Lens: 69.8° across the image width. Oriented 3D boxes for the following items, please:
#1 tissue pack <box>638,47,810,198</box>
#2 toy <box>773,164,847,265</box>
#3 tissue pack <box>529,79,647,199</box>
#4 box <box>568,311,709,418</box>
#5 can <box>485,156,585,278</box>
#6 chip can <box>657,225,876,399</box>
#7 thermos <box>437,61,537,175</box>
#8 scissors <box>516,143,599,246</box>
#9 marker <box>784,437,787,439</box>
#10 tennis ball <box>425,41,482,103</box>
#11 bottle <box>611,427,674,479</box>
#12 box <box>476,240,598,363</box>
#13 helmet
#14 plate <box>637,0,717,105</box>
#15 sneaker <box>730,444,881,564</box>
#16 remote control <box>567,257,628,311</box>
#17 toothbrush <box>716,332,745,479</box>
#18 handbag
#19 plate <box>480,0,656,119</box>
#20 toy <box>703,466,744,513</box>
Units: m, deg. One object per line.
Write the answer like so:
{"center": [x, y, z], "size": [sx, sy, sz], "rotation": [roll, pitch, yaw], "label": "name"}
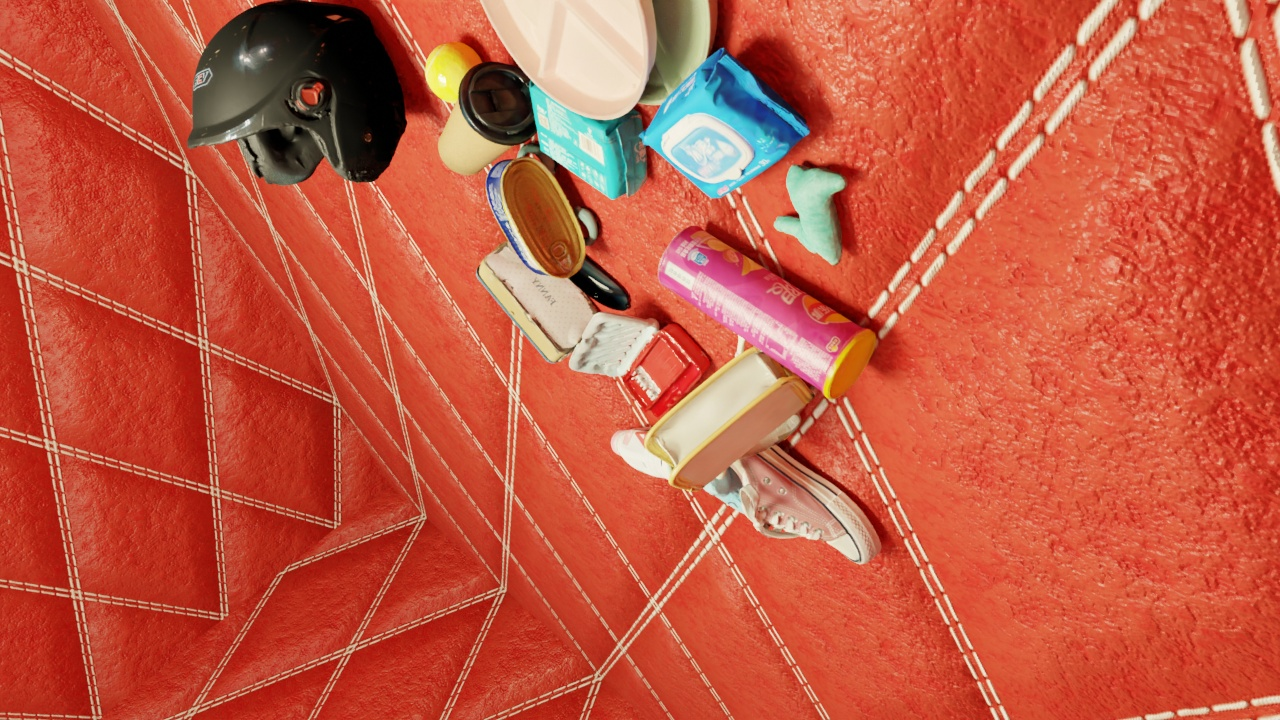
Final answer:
{"center": [0.062, -0.185, 0.748], "size": [0.095, 0.052, 0.157], "rotation": [34, 160, -16], "label": "tissue pack"}
{"center": [0.142, -0.122, 0.763], "size": [0.096, 0.030, 0.092], "rotation": [29, 147, 50], "label": "toy"}
{"center": [-0.054, -0.228, 0.914], "size": [0.133, 0.050, 0.093], "rotation": [38, 155, 25], "label": "tissue pack"}
{"center": [-0.005, 0.000, 1.154], "size": [0.160, 0.063, 0.201], "rotation": [30, 156, -3], "label": "box"}
{"center": [-0.120, -0.162, 1.052], "size": [0.049, 0.074, 0.148], "rotation": [15, 138, 56], "label": "can"}
{"center": [0.115, -0.050, 0.864], "size": [0.210, 0.071, 0.071], "rotation": [37, 153, 28], "label": "chip can"}
{"center": [-0.169, -0.258, 1.000], "size": [0.093, 0.092, 0.144], "rotation": [53, 149, -8], "label": "thermos"}
{"center": [-0.120, -0.203, 1.105], "size": [0.177, 0.019, 0.172], "rotation": [19, 143, 50], "label": "scissors"}
{"center": [0.130, 0.070, 1.083], "size": [0.124, 0.015, 0.018], "rotation": [19, 147, 53], "label": "marker"}
{"center": [-0.206, -0.320, 1.021], "size": [0.065, 0.065, 0.066], "rotation": [39, 154, 23], "label": "tennis ball"}
{"center": [0.016, 0.128, 1.301], "size": [0.068, 0.068, 0.197], "rotation": [58, 158, -18], "label": "bottle"}
{"center": [-0.138, -0.089, 1.218], "size": [0.184, 0.089, 0.063], "rotation": [51, 157, 1], "label": "box"}
{"center": [-0.433, -0.333, 1.154], "size": [0.234, 0.273, 0.230], "rotation": [6, 106, 43], "label": "helmet"}
{"center": [-0.023, -0.320, 0.754], "size": [0.230, 0.027, 0.231], "rotation": [39, 154, 23], "label": "plate"}
{"center": [0.162, 0.162, 1.057], "size": [0.241, 0.087, 0.118], "rotation": [40, 160, 9], "label": "sneaker"}
{"center": [-0.070, -0.106, 1.152], "size": [0.136, 0.024, 0.053], "rotation": [40, 154, 19], "label": "remote control"}
{"center": [0.097, 0.045, 0.994], "size": [0.029, 0.020, 0.190], "rotation": [-137, 48, -56], "label": "toothbrush"}
{"center": [0.101, 0.067, 0.951], "size": [0.063, 0.163, 0.178], "rotation": [55, -170, 27], "label": "handbag"}
{"center": [-0.069, -0.313, 0.775], "size": [0.229, 0.028, 0.230], "rotation": [39, 155, 22], "label": "plate"}
{"center": [0.100, 0.142, 1.147], "size": [0.161, 0.050, 0.156], "rotation": [47, -167, 6], "label": "toy"}
